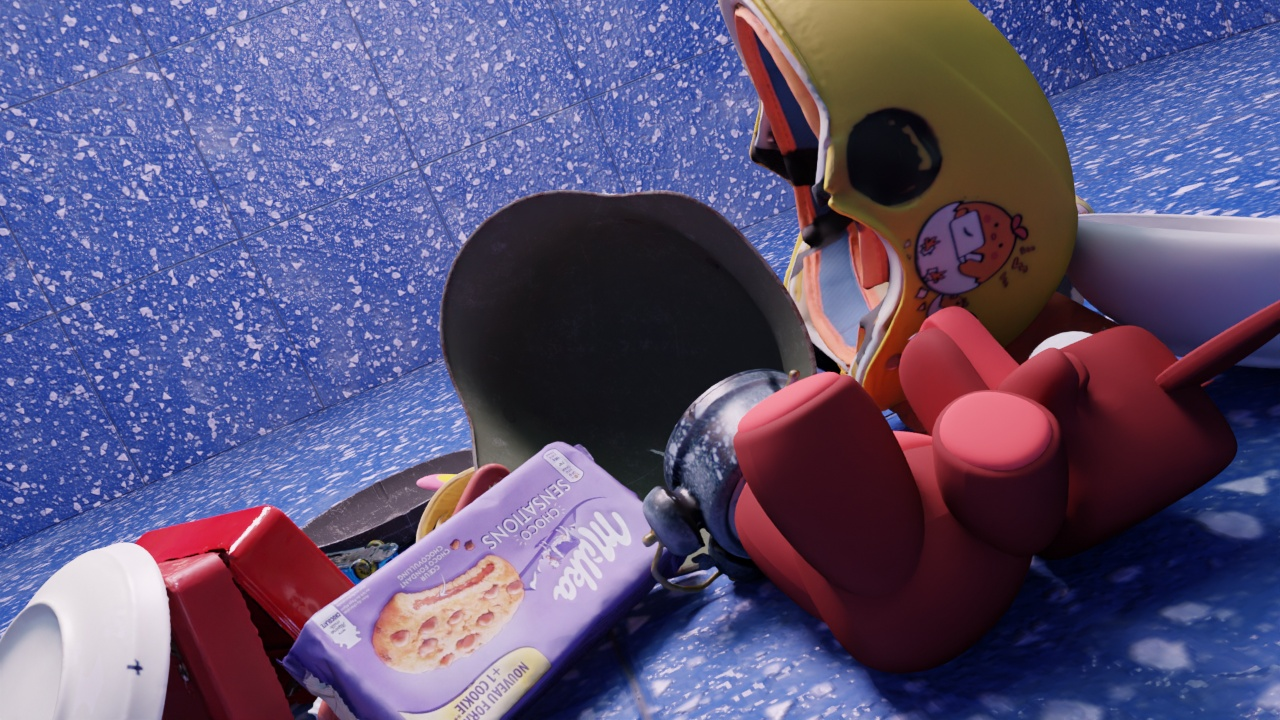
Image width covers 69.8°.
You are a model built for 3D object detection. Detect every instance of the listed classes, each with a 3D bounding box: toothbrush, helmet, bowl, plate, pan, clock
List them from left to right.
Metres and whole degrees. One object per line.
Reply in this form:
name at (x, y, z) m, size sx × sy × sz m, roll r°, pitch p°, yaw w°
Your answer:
plate at (-0.299, 0.180, 0.460) m, size 0.183 × 0.182 × 0.034 m, roll -16°, pitch -28°, yaw 36°
pan at (-0.302, 0.176, 0.861) m, size 0.356 × 0.040 × 0.208 m, roll -27°, pitch 11°, yaw -20°
toothbrush at (-0.138, 0.104, 0.796) m, size 0.136 × 0.016 × 0.021 m, roll -8°, pitch 22°, yaw 25°
helmet at (-0.004, 0.004, 0.615) m, size 0.227 × 0.268 × 0.153 m, roll -57°, pitch -16°, yaw 10°
clock at (0.051, 0.064, 0.460) m, size 0.129 × 0.090 × 0.052 m, roll -53°, pitch 39°, yaw 10°
helmet at (0.137, -0.105, 0.471) m, size 0.140 × 0.240 × 0.209 m, roll -18°, pitch 17°, yaw 3°
bowl at (0.305, -0.036, 0.467) m, size 0.176 × 0.066 × 0.176 m, roll 1°, pitch 13°, yaw 0°

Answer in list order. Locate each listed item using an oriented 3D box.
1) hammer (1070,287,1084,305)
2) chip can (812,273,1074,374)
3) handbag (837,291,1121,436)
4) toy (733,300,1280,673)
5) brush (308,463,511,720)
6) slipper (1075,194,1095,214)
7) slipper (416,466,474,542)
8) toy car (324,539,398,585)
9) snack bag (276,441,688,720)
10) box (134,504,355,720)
hammer at (0.207, -0.029, 0.783) m, size 0.117 × 0.051 × 0.324 m, roll -25°, pitch 10°, yaw -40°
chip can at (0.196, -0.025, 0.688) m, size 0.234 × 0.073 × 0.073 m, roll -9°, pitch 16°, yaw 39°
handbag at (0.191, 0.002, 0.541) m, size 0.109 × 0.060 × 0.171 m, roll -32°, pitch 27°, yaw 1°
toy at (0.138, 0.038, 0.362) m, size 0.197 × 0.120 × 0.158 m, roll -24°, pitch -27°, yaw -5°
brush at (-0.124, 0.131, 0.515) m, size 0.030 × 0.041 × 0.172 m, roll -10°, pitch 42°, yaw 49°
slipper at (0.291, -0.077, 0.790) m, size 0.198 × 0.093 × 0.081 m, roll -15°, pitch 32°, yaw 48°
slipper at (-0.114, 0.118, 0.637) m, size 0.111 × 0.079 × 0.261 m, roll -26°, pitch 10°, yaw 3°
toy car at (-0.250, 0.176, 0.758) m, size 0.105 × 0.032 × 0.048 m, roll -13°, pitch 9°, yaw 2°
snack bag at (-0.064, 0.119, 0.458) m, size 0.204 × 0.096 × 0.059 m, roll -33°, pitch -29°, yaw -46°
box at (-0.251, 0.160, 0.557) m, size 0.158 × 0.136 × 0.122 m, roll -14°, pitch 14°, yaw 36°
